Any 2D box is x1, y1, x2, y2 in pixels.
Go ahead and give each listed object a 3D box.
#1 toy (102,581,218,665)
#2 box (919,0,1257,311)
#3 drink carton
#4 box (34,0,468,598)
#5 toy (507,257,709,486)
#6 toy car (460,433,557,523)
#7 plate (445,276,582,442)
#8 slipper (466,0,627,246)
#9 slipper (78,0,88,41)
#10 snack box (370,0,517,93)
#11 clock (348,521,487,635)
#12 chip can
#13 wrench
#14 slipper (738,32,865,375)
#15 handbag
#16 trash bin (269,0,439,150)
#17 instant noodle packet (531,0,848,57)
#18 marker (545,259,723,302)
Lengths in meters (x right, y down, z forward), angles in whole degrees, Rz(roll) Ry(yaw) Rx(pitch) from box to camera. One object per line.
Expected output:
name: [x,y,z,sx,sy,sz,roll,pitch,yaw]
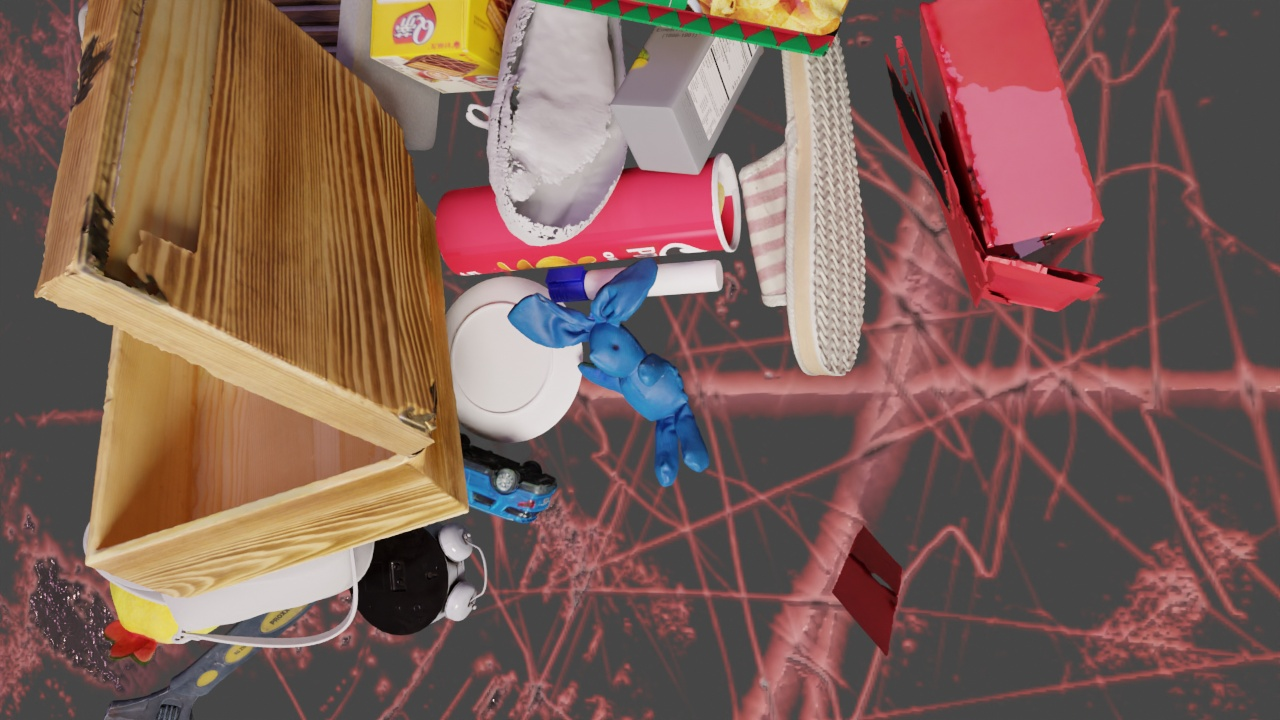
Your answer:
toy: [-0.386,0.159,0.797,0.134,0.092,0.207,21,87,31]
box: [0.240,-0.113,0.513,0.153,0.213,0.164,-19,83,19]
drink carton: [0.035,-0.196,0.631,0.048,0.076,0.124,12,64,30]
box: [-0.259,-0.058,0.573,0.286,0.335,0.278,-17,57,5]
toy: [-0.004,0.004,0.667,0.113,0.070,0.176,-36,89,29]
toy car: [-0.126,0.091,0.721,0.120,0.056,0.043,21,97,17]
plate: [-0.111,0.000,0.739,0.135,0.011,0.134,0,90,19]
slipper: [-0.065,-0.191,0.655,0.112,0.075,0.246,6,65,-11]
slipper: [-0.456,-0.273,0.825,0.113,0.080,0.266,16,95,22]
snack box: [-0.141,-0.248,0.701,0.084,0.105,0.061,3,92,20]
clock: [-0.180,0.173,0.751,0.123,0.035,0.094,-6,88,18]
chip can: [-0.041,-0.106,0.685,0.221,0.069,0.069,-3,89,20]
wrench: [-0.375,0.267,0.812,0.274,0.022,0.073,-40,120,10]
slipper: [0.107,-0.119,0.616,0.052,0.115,0.262,-5,81,32]
handbag: [-0.325,0.123,0.713,0.222,0.096,0.215,-12,57,-4]
trash bin: [-0.293,-0.244,0.749,0.229,0.114,0.114,6,92,19]
instant noodle packet: [0.072,-0.298,0.584,0.196,0.090,0.252,20,67,22]
marker: [-0.005,-0.061,0.694,0.133,0.027,0.023,-3,54,19]
